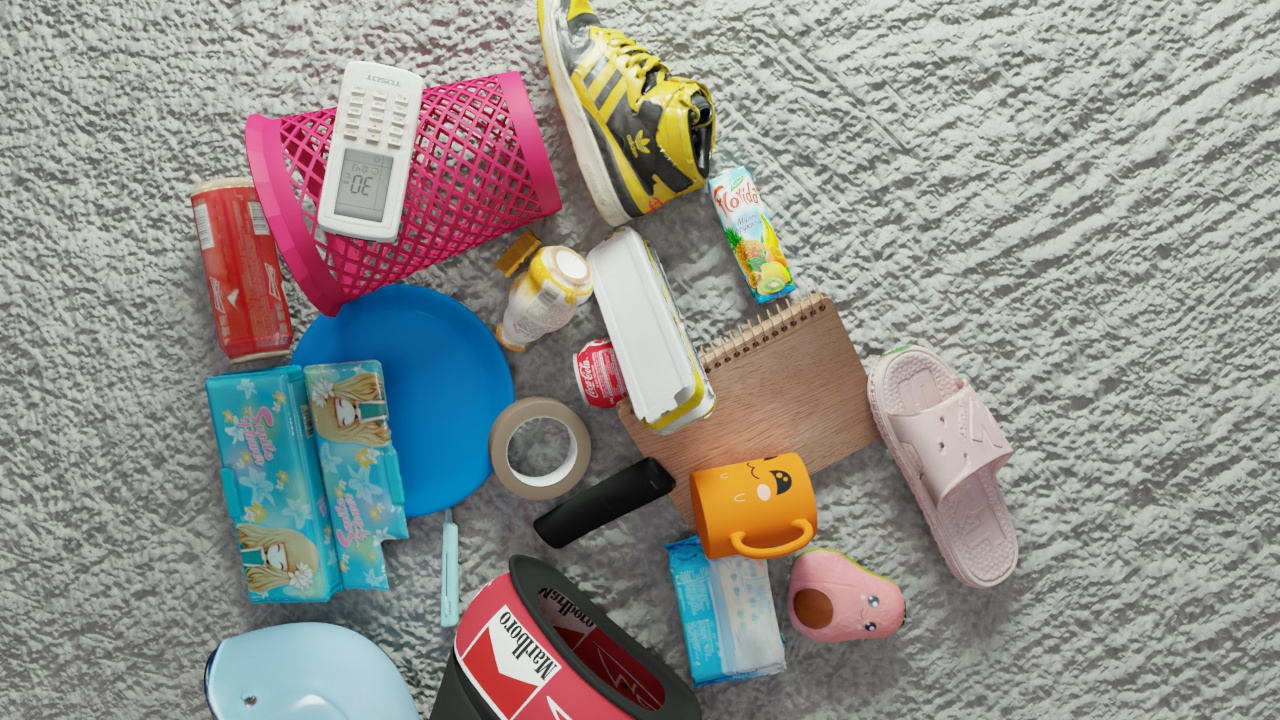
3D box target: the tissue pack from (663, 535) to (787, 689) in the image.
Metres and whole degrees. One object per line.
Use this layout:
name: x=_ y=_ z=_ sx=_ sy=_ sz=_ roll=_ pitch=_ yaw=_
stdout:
tissue pack: x=0.080 y=0.227 z=0.857 sx=0.093 sy=0.061 sz=0.144 roll=-12 pitch=94 yaw=2

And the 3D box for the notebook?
notebook: x=0.103 y=0.048 z=0.833 sx=0.210 sy=0.022 sz=0.169 roll=-29 pitch=116 yaw=5

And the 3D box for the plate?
plate: x=-0.230 y=0.039 z=0.887 sx=0.224 sy=0.024 sz=0.224 roll=0 pitch=93 yaw=4

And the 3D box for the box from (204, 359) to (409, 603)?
box: x=-0.307 y=0.116 z=0.867 sx=0.182 sy=0.039 sz=0.227 roll=-5 pitch=99 yaw=16

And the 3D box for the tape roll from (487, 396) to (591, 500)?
tape roll: x=-0.095 y=0.082 z=0.862 sx=0.093 sy=0.030 sz=0.094 roll=-3 pitch=100 yaw=-16

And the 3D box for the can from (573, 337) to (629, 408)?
can: x=-0.005 y=0.005 z=0.850 sx=0.105 sy=0.064 sz=0.064 roll=-15 pitch=92 yaw=4

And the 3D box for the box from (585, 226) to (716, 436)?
box: x=0.006 y=-0.028 z=0.808 sx=0.066 sy=0.044 sz=0.209 roll=-33 pitch=52 yaw=17

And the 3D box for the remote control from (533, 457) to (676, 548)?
remote control: x=-0.036 y=0.137 z=0.855 sx=0.152 sy=0.020 sz=0.041 roll=-32 pitch=112 yaw=27

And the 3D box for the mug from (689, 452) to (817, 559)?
mug: x=0.101 y=0.136 z=0.798 sx=0.096 sy=0.112 sz=0.078 roll=-11 pitch=117 yaw=-5

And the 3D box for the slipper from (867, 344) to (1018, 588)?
slipper: x=0.287 y=0.094 z=0.820 sx=0.094 sy=0.064 sz=0.239 roll=-27 pitch=96 yaw=-23

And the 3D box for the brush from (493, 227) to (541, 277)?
brush: x=-0.109 y=-0.096 z=0.818 sx=0.017 sy=0.126 sz=0.048 roll=44 pitch=92 yaw=-11

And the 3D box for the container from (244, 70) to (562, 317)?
container: x=-0.195 y=-0.160 z=0.810 sx=0.225 sy=0.183 sz=0.183 roll=-18 pitch=91 yaw=-3

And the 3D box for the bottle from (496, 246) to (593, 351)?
bottle: x=-0.092 y=-0.054 z=0.843 sx=0.063 sy=0.063 sz=0.109 roll=45 pitch=125 yaw=1

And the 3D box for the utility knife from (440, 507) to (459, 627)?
utility knife: x=-0.186 y=0.202 z=0.898 sx=0.022 sy=0.015 sz=0.120 roll=2 pitch=92 yaw=35

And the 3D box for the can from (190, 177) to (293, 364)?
can: x=-0.376 y=-0.084 z=0.869 sx=0.067 sy=0.067 sz=0.170 roll=-10 pitch=92 yaw=4

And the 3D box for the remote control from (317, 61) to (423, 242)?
remote control: x=-0.209 y=-0.162 z=0.714 sx=0.060 sy=0.025 sz=0.138 roll=10 pitch=87 yaw=-10

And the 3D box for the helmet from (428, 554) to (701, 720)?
helmet: x=-0.081 y=0.343 z=0.808 sx=0.271 sy=0.197 sz=0.225 roll=39 pitch=94 yaw=9

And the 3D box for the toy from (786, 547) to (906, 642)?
toy: x=0.192 y=0.221 z=0.854 sx=0.110 sy=0.051 sz=0.090 roll=7 pitch=95 yaw=3

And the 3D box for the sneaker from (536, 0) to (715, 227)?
sneaker: x=-0.008 y=-0.250 z=0.819 sx=0.122 sy=0.086 sz=0.238 roll=-15 pitch=96 yaw=17

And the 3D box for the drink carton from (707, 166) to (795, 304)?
drink carton: x=0.102 y=-0.116 z=0.849 sx=0.044 sy=0.038 sz=0.129 roll=-23 pitch=91 yaw=5

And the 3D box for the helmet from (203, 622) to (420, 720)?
helmet: x=-0.276 y=0.355 z=0.812 sx=0.166 sy=0.226 sz=0.265 roll=-17 pitch=76 yaw=-20
